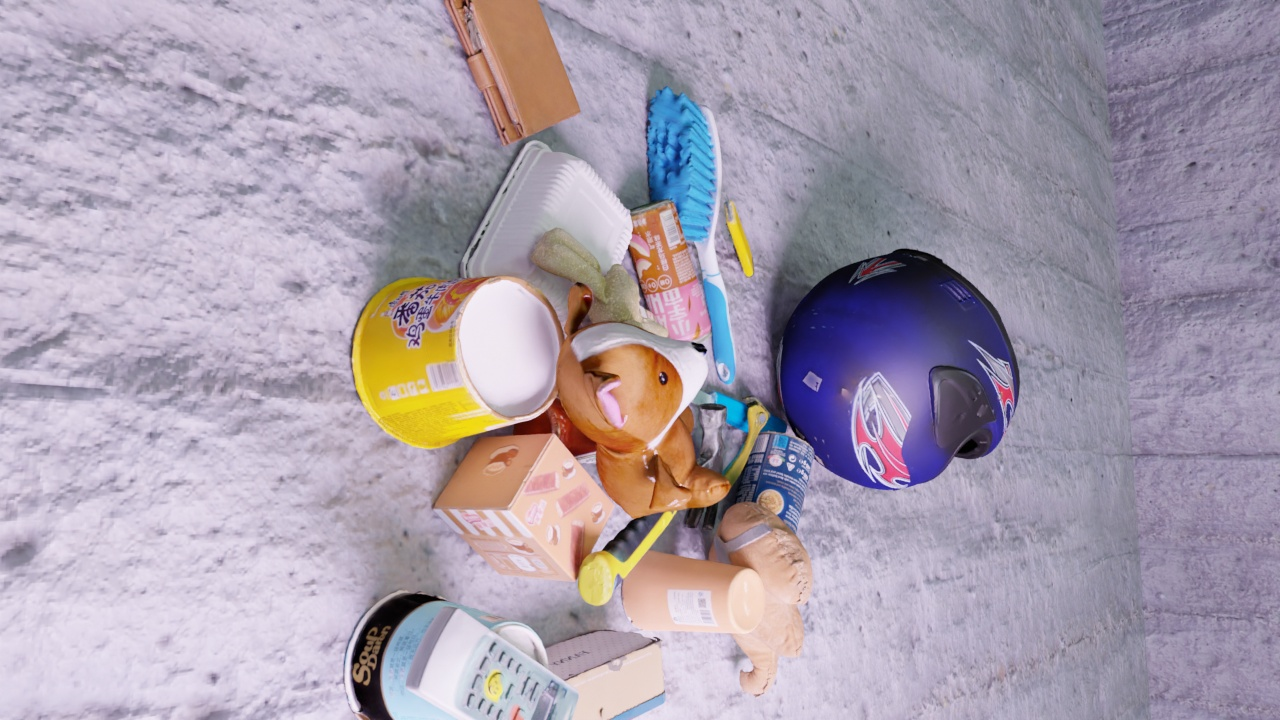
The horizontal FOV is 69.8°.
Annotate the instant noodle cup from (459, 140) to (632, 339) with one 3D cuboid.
[{"bbox_3d":[-0.071,-0.103,0.824,0.138,0.060,0.173,45,53,-36],"label":"instant noodle cup"}]

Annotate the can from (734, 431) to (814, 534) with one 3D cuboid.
[{"bbox_3d":[0.149,0.144,1.034,0.075,0.075,0.111,42,55,-37],"label":"can"}]

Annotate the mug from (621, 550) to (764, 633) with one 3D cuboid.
[{"bbox_3d":[0.052,0.224,0.875,0.078,0.123,0.078,8,79,-47],"label":"mug"}]

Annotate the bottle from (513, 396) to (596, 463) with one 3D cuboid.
[{"bbox_3d":[-0.031,0.065,0.851,0.205,0.060,0.059,6,80,-54],"label":"bottle"}]

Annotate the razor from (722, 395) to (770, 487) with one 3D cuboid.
[{"bbox_3d":[0.106,0.104,1.013,0.043,0.028,0.132,49,63,-40],"label":"razor"}]

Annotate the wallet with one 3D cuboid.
[{"bbox_3d":[-0.111,-0.269,0.820,0.107,0.031,0.132,-42,116,-46],"label":"wallet"}]

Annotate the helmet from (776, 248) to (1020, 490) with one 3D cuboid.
[{"bbox_3d":[0.294,0.037,1.094,0.240,0.247,0.315,-42,124,-14],"label":"helmet"}]

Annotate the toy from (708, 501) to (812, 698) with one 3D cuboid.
[{"bbox_3d":[0.119,0.246,0.949,0.082,0.143,0.226,-13,128,-16],"label":"toy"}]

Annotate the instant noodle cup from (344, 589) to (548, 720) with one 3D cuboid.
[{"bbox_3d":[-0.133,0.225,0.661,0.111,0.121,0.111,8,79,-48],"label":"instant noodle cup"}]

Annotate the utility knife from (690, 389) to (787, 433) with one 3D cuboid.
[{"bbox_3d":[0.106,0.058,1.038,0.198,0.018,0.034,25,77,-44],"label":"utility knife"}]

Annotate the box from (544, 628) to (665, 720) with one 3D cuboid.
[{"bbox_3d":[-0.063,0.276,0.763,0.183,0.090,0.060,-6,91,-47],"label":"box"}]

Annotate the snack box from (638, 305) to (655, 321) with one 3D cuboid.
[{"bbox_3d":[-0.005,0.005,0.863,0.075,0.026,0.152,29,37,-42],"label":"snack box"}]

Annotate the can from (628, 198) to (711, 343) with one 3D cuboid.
[{"bbox_3d":[0.027,-0.087,0.935,0.057,0.058,0.147,-32,109,-46],"label":"can"}]

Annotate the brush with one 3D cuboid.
[{"bbox_3d":[0.063,-0.129,0.991,0.109,0.061,0.314,-1,89,-53],"label":"brush"}]

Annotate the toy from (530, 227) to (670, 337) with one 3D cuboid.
[{"bbox_3d":[-0.032,-0.049,0.776,0.157,0.066,0.105,46,11,-31],"label":"toy"}]

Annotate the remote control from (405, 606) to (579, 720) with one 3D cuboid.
[{"bbox_3d":[-0.093,0.215,0.600,0.135,0.019,0.056,48,51,-34],"label":"remote control"}]

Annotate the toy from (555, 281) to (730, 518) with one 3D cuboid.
[{"bbox_3d":[0.002,0.037,0.700,0.199,0.130,0.140,55,3,-42],"label":"toy"}]

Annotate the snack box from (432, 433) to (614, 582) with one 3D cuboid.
[{"bbox_3d":[-0.093,0.119,0.743,0.094,0.093,0.076,54,49,-30],"label":"snack box"}]

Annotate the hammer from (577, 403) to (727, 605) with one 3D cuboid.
[{"bbox_3d":[0.022,0.140,0.846,0.322,0.032,0.126,-31,125,-65],"label":"hammer"}]

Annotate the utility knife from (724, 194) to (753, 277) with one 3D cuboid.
[{"bbox_3d":[0.108,-0.137,1.022,0.170,0.015,0.033,54,30,-64],"label":"utility knife"}]

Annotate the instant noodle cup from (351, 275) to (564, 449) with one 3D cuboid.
[{"bbox_3d":[-0.132,-0.004,0.702,0.137,0.110,0.138,11,76,-48],"label":"instant noodle cup"}]
